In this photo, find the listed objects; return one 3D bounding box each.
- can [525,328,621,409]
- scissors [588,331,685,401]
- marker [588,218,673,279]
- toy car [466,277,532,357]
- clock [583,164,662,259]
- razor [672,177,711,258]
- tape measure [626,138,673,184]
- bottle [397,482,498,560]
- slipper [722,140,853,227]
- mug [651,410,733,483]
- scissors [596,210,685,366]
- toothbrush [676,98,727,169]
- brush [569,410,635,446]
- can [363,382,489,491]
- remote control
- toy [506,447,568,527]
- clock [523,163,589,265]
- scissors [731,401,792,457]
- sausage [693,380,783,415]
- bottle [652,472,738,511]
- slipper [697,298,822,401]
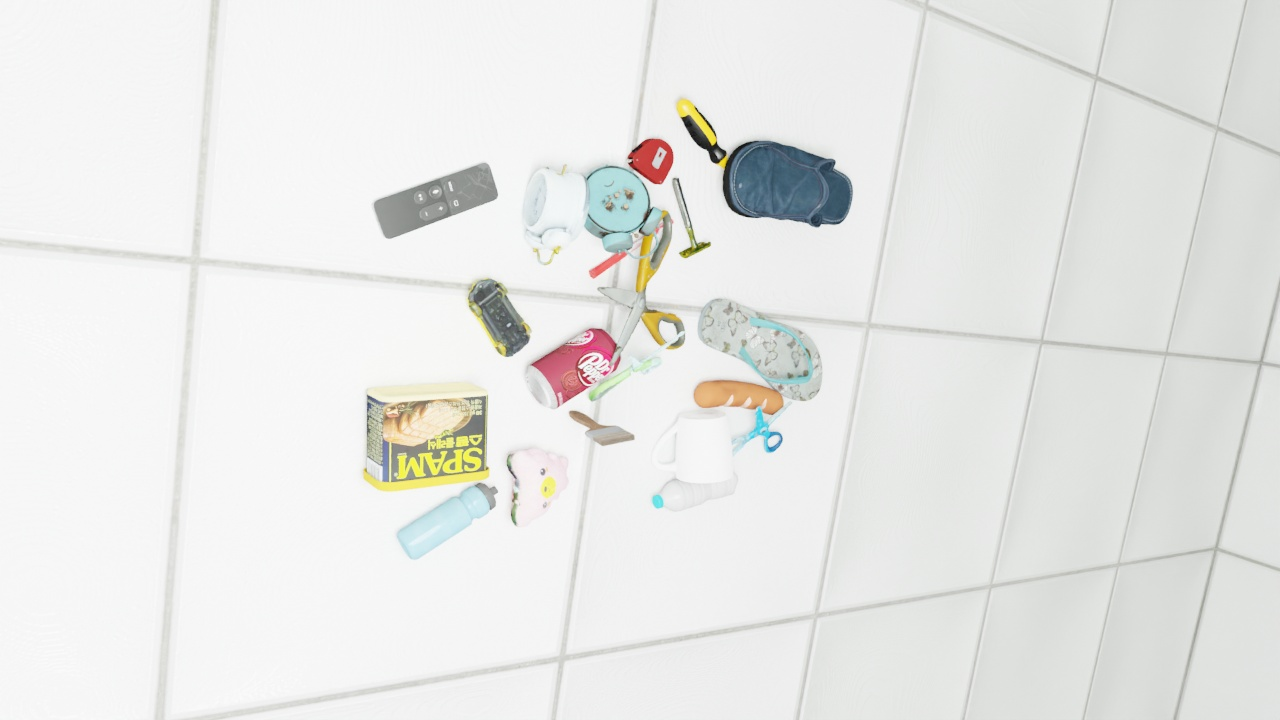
[{"bbox_3d":[-0.084,0.009,1.148,0.114,0.063,0.063,-33,118,-24],"label":"can"},{"bbox_3d":[0.000,0.004,1.172,0.165,0.172,0.024,-8,69,-55],"label":"scissors"},{"bbox_3d":[-0.010,-0.147,1.193,0.142,0.013,0.013,-37,119,-23],"label":"marker"},{"bbox_3d":[-0.169,-0.051,1.094,0.049,0.030,0.107,-39,123,-20],"label":"toy car"},{"bbox_3d":[-0.026,-0.178,1.123,0.089,0.053,0.124,-34,89,-21],"label":"clock"},{"bbox_3d":[0.061,-0.193,1.227,0.042,0.026,0.106,-28,112,-24],"label":"razor"},{"bbox_3d":[0.016,-0.261,1.179,0.059,0.019,0.051,29,84,-36],"label":"tape measure"},{"bbox_3d":[-0.228,0.189,1.106,0.129,0.040,0.040,-32,117,-25],"label":"bottle"},{"bbox_3d":[0.231,-0.243,1.285,0.265,0.084,0.109,3,97,-39],"label":"slipper"},{"bbox_3d":[0.072,0.120,1.284,0.114,0.081,0.087,-3,98,-3],"label":"mug"},{"bbox_3d":[0.012,-0.078,1.186,0.230,0.016,0.224,49,57,-51],"label":"scissors"},{"bbox_3d":[0.104,-0.276,1.233,0.030,0.031,0.196,-52,129,-10],"label":"toothbrush"},{"bbox_3d":[-0.057,0.080,1.134,0.045,0.143,0.008,-9,105,-24],"label":"brush"},{"bbox_3d":[-0.243,0.084,1.050,0.135,0.075,0.104,-3,100,-34],"label":"can"},{"bbox_3d":[-0.229,-0.181,1.035,0.146,0.008,0.045,-27,115,-27],"label":"remote control"},{"bbox_3d":[-0.128,0.155,1.160,0.093,0.050,0.102,-10,110,-38],"label":"toy"},{"bbox_3d":[-0.101,-0.170,1.081,0.057,0.083,0.117,8,93,-31],"label":"clock"},{"bbox_3d":[0.180,0.110,1.366,0.134,0.011,0.140,-45,141,8],"label":"scissors"},{"bbox_3d":[0.145,0.053,1.331,0.164,0.039,0.044,8,79,-37],"label":"sausage"},{"bbox_3d":[0.077,0.186,1.315,0.136,0.044,0.044,-12,108,-32],"label":"bottle"},{"bbox_3d":[0.195,-0.018,1.344,0.268,0.055,0.098,30,81,-34],"label":"slipper"}]
